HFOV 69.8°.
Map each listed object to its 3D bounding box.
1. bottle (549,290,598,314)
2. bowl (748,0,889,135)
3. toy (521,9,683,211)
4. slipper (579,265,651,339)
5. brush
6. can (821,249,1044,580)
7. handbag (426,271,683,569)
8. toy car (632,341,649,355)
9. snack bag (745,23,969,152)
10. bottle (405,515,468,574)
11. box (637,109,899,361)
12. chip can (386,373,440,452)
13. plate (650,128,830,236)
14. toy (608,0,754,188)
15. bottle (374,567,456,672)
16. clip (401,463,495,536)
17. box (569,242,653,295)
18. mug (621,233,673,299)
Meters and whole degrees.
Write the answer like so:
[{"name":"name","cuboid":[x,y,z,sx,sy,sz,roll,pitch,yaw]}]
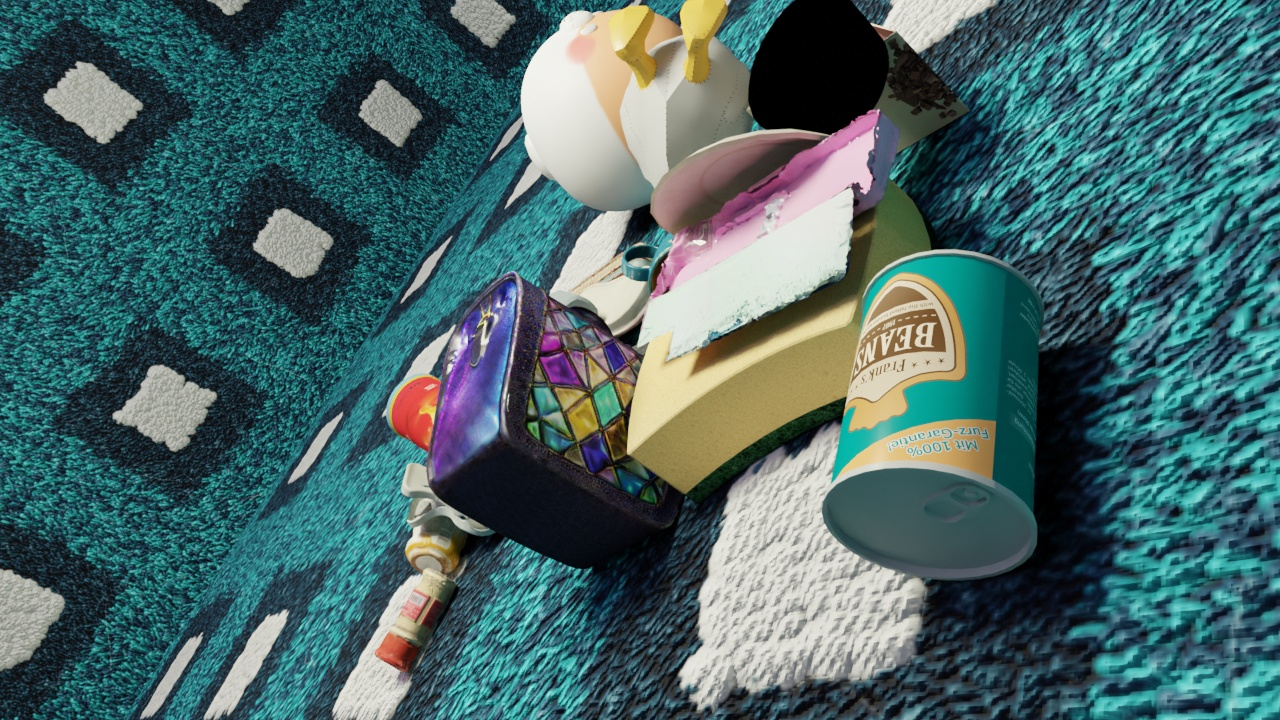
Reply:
[{"name":"bottle","cuboid":[-0.097,-0.045,1.053,0.072,0.046,0.161,-56,18,-3]},{"name":"bowl","cuboid":[0.147,-0.228,0.731,0.116,0.062,0.115,-26,57,50]},{"name":"toy","cuboid":[-0.024,-0.348,1.242,0.281,0.266,0.262,-27,27,20]},{"name":"slipper","cuboid":[-0.039,-0.046,1.076,0.114,0.054,0.275,-61,18,-17]},{"name":"brush","cuboid":[0.106,-0.023,0.706,0.251,0.075,0.194,-35,27,39]},{"name":"can","cuboid":[0.158,0.027,0.485,0.099,0.099,0.143,-30,31,46]},{"name":"handbag","cuboid":[-0.063,0.041,0.790,0.126,0.204,0.221,-35,33,38]},{"name":"toy car","cuboid":[-0.006,0.006,0.958,0.107,0.030,0.049,-25,36,47]},{"name":"snack bag","cuboid":[0.197,-0.240,0.834,0.069,0.094,0.206,-56,21,-9]},{"name":"bottle","cuboid":[-0.233,0.198,1.082,0.063,0.063,0.108,-37,25,35]},{"name":"box","cuboid":[0.083,-0.077,0.681,0.231,0.035,0.158,-27,33,49]},{"name":"chip can","cuboid":[-0.188,0.085,1.013,0.213,0.087,0.087,23,75,40]},{"name":"plate","cuboid":[0.102,-0.146,0.766,0.189,0.188,0.027,-27,60,49]},{"name":"toy","cuboid":[0.059,-0.253,0.978,0.141,0.268,0.246,-1,59,20]},{"name":"bottle","cuboid":[-0.245,0.283,1.003,0.044,0.044,0.109,-13,44,59]},{"name":"clip","cuboid":[-0.196,0.151,1.045,0.147,0.082,0.125,-11,24,-1]},{"name":"box","cuboid":[-0.040,-0.102,1.179,0.058,0.053,0.187,-16,-6,-40]},{"name":"mug","cuboid":[0.037,-0.097,0.929,0.104,0.112,0.085,-79,-6,-63]}]
